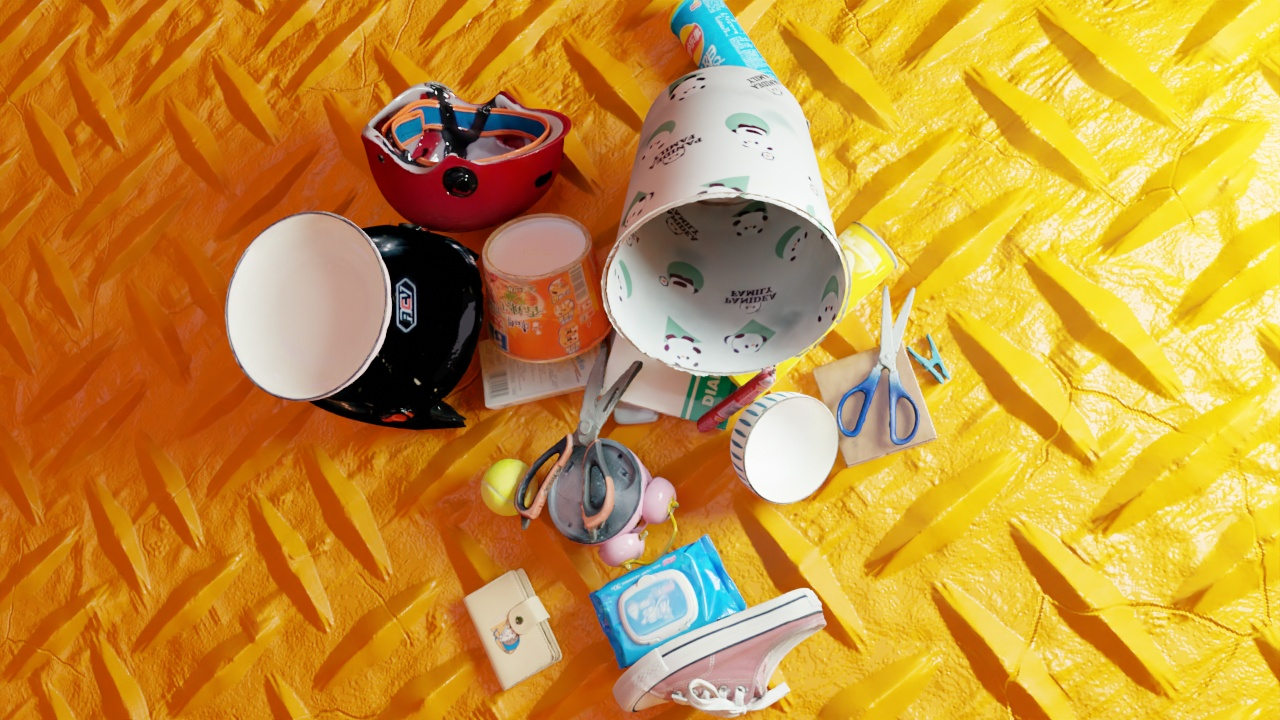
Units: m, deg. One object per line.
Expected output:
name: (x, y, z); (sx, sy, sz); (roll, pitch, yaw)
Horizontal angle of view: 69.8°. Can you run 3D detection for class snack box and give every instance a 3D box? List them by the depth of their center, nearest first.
snack box: (-0.116, 0.002, 1.096); (0.157, 0.027, 0.084); (-13, 75, 15)

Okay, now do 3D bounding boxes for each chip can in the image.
chip can: (0.176, -0.051, 0.986); (0.213, 0.072, 0.072); (-43, 70, 2)
chip can: (0.113, -0.334, 1.070); (0.071, 0.071, 0.210); (-32, 72, 9)

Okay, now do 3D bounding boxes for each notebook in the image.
notebook: (0.052, -0.040, 1.042); (0.150, 0.012, 0.209); (16, 84, 5)

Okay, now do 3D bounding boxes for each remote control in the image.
remote control: (-0.006, 0.006, 1.063); (0.056, 0.020, 0.136); (-6, 80, 17)

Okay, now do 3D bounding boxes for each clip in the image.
clip: (0.307, 0.001, 0.971); (0.037, 0.013, 0.055); (-32, 70, 9)

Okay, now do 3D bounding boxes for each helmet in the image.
helmet: (-0.293, -0.040, 1.055); (0.275, 0.229, 0.233); (-16, 70, 54)
helmet: (-0.203, -0.229, 1.101); (0.240, 0.144, 0.206); (7, 38, 4)

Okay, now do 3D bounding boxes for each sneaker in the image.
sneaker: (0.084, 0.316, 0.928); (0.241, 0.118, 0.087); (-29, 63, 14)

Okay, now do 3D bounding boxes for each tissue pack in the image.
tissue pack: (0.027, 0.260, 0.985); (0.157, 0.052, 0.095); (-29, 72, 10)

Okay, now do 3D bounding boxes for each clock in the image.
clock: (-0.026, 0.159, 1.006); (0.158, 0.060, 0.117); (36, 89, 34)

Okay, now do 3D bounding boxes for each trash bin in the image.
trash bin: (0.084, -0.152, 0.929); (0.230, 0.230, 0.251); (-11, 46, 15)

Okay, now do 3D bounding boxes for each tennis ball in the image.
tennis ball: (-0.151, 0.146, 1.057); (0.065, 0.065, 0.065); (-4, 78, 17)

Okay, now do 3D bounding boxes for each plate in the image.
plate: (-0.331, -0.053, 0.931); (0.193, 0.039, 0.192); (-2, 84, 18)

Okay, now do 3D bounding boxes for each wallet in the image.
wallet: (0.249, 0.045, 0.978); (0.101, 0.020, 0.115); (-21, 76, 14)
wallet: (-0.144, 0.304, 1.046); (0.087, 0.024, 0.115); (-31, 70, 8)

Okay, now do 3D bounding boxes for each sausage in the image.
sausage: (0.100, 0.043, 0.960); (0.156, 0.020, 0.020); (-43, 62, 52)

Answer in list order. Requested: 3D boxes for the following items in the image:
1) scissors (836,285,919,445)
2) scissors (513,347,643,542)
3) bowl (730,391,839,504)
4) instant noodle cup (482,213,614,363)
scissors: (0.250, 0.007, 0.966); (0.144, 0.012, 0.170); (-24, 76, 12)
scissors: (-0.064, 0.096, 1.005); (0.189, 0.015, 0.223); (-25, 60, 18)
bowl: (0.142, 0.086, 0.966); (0.116, 0.116, 0.066); (-60, 28, -1)
instant noodle cup: (-0.108, -0.087, 1.032); (0.151, 0.112, 0.151); (-4, 44, 3)
